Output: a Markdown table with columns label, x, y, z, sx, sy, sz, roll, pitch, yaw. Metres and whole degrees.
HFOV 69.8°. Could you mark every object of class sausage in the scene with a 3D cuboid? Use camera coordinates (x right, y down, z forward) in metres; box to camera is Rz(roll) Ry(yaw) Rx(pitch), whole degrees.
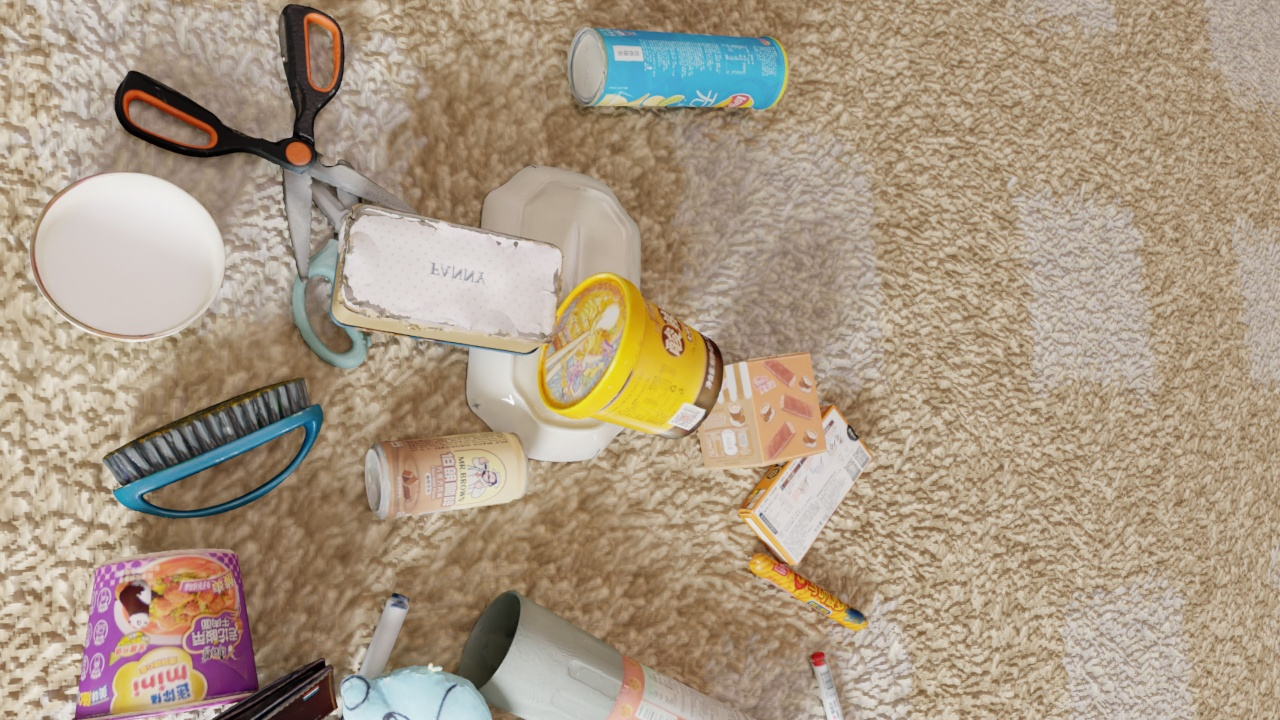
| label | x | y | z | sx | sy | sz | roll | pitch | yaw |
| --- | --- | --- | --- | --- | --- | --- | --- | --- | --- |
| sausage | 0.165 | 0.227 | 0.895 | 0.165 | 0.021 | 0.021 | 33 | 67 | -22 |

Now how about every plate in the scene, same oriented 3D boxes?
| label | x | y | z | sx | sy | sz | roll | pitch | yaw |
| --- | --- | --- | --- | --- | --- | --- | --- | --- | --- |
| plate | -0.064 | -0.046 | 0.800 | 0.161 | 0.034 | 0.265 | 10 | 77 | -28 |

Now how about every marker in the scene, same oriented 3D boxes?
| label | x | y | z | sx | sy | sz | roll | pitch | yaw |
| --- | --- | --- | --- | --- | --- | --- | --- | --- | --- |
| marker | -0.204 | 0.238 | 0.683 | 0.022 | 0.018 | 0.130 | 47 | 57 | -56 |
| marker | 0.192 | 0.355 | 0.892 | 0.017 | 0.017 | 0.145 | -16 | 90 | -31 |

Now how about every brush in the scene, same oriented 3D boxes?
| label | x | y | z | sx | sy | sz | roll | pitch | yaw |
| --- | --- | --- | --- | --- | --- | --- | --- | --- | --- |
| brush | -0.289 | 0.067 | 0.641 | 0.143 | 0.055 | 0.073 | -26 | 93 | -31 |

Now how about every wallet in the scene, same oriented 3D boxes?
| label | x | y | z | sx | sy | sz | roll | pitch | yaw |
| --- | --- | --- | --- | --- | --- | --- | --- | --- | --- |
| wallet | -0.246 | 0.242 | 0.605 | 0.096 | 0.123 | 0.020 | -29 | 69 | -30 |

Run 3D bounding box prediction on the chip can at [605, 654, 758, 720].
| label | x | y | z | sx | sy | sz | roll | pitch | yaw |
| --- | --- | --- | --- | --- | --- | --- | --- | --- | --- |
| chip can | 0.047 | 0.319 | 0.783 | 0.214 | 0.071 | 0.071 | 33 | 67 | -22 |

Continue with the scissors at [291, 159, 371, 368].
| label | x | y | z | sx | sy | sz | roll | pitch | yaw |
| --- | --- | --- | --- | --- | --- | --- | --- | --- | --- |
| scissors | -0.205 | -0.081 | 0.736 | 0.171 | 0.019 | 0.176 | -1 | 79 | -28 |

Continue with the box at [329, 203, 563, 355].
| label | x | y | z | sx | sy | sz | roll | pitch | yaw |
| --- | --- | --- | --- | --- | --- | --- | --- | --- | --- |
| box | -0.141 | -0.058 | 0.708 | 0.184 | 0.062 | 0.089 | 12 | 77 | -26 |

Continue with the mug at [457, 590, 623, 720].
| label | x | y | z | sx | sy | sz | roll | pitch | yaw |
| --- | --- | --- | --- | --- | --- | --- | --- | --- | --- |
| mug | -0.089 | 0.256 | 0.720 | 0.103 | 0.083 | 0.124 | 34 | 94 | -22 |

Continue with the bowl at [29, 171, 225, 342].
| label | x | y | z | sx | sy | sz | roll | pitch | yaw |
| --- | --- | --- | --- | --- | --- | --- | --- | --- | --- |
| bowl | -0.348 | -0.066 | 0.626 | 0.113 | 0.062 | 0.113 | 5 | 80 | -30 |

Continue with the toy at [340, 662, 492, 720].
| label | x | y | z | sx | sy | sz | roll | pitch | yaw |
| --- | --- | --- | --- | --- | --- | --- | --- | --- | --- |
| toy | -0.148 | 0.282 | 0.663 | 0.161 | 0.049 | 0.156 | 21 | 108 | -5 |

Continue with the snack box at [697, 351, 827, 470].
| label | x | y | z | sx | sy | sz | roll | pitch | yaw |
| --- | --- | --- | --- | --- | --- | --- | --- | --- | --- |
| snack box | 0.107 | 0.047 | 0.849 | 0.077 | 0.093 | 0.094 | -8 | 86 | -31 |

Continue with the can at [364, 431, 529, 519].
| label | x | y | z | sx | sy | sz | roll | pitch | yaw |
| --- | --- | --- | --- | --- | --- | --- | --- | --- | --- |
| can | -0.150 | 0.088 | 0.715 | 0.116 | 0.059 | 0.058 | -3 | 84 | -30 |

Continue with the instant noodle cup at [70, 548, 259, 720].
| label | x | y | z | sx | sy | sz | roll | pitch | yaw |
| --- | --- | --- | --- | --- | --- | --- | --- | --- | --- |
| instant noodle cup | -0.303 | 0.176 | 0.590 | 0.111 | 0.112 | 0.099 | 0 | 74 | -30 |

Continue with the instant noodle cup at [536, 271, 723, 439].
| label | x | y | z | sx | sy | sz | roll | pitch | yaw |
| --- | --- | --- | --- | --- | --- | --- | --- | --- | --- |
| instant noodle cup | -0.004 | 0.004 | 0.743 | 0.114 | 0.119 | 0.118 | 25 | 70 | -33 |

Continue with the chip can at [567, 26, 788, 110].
| label | x | y | z | sx | sy | sz | roll | pitch | yaw |
| --- | --- | --- | --- | --- | --- | --- | --- | --- | --- |
| chip can | 0.038 | -0.277 | 0.877 | 0.209 | 0.071 | 0.071 | -9 | 86 | -30 |

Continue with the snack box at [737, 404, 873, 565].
| label | x | y | z | sx | sy | sz | roll | pitch | yaw |
| --- | --- | --- | --- | --- | --- | --- | --- | --- | --- |
| snack box | 0.167 | 0.122 | 0.910 | 0.075 | 0.026 | 0.153 | 50 | 63 | -14 |

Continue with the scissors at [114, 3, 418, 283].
| label | x | y | z | sx | sy | sz | roll | pitch | yaw |
| --- | --- | --- | --- | --- | --- | --- | --- | --- | --- |
| scissors | -0.274 | -0.174 | 0.705 | 0.233 | 0.022 | 0.220 | 18 | 72 | -23 |
